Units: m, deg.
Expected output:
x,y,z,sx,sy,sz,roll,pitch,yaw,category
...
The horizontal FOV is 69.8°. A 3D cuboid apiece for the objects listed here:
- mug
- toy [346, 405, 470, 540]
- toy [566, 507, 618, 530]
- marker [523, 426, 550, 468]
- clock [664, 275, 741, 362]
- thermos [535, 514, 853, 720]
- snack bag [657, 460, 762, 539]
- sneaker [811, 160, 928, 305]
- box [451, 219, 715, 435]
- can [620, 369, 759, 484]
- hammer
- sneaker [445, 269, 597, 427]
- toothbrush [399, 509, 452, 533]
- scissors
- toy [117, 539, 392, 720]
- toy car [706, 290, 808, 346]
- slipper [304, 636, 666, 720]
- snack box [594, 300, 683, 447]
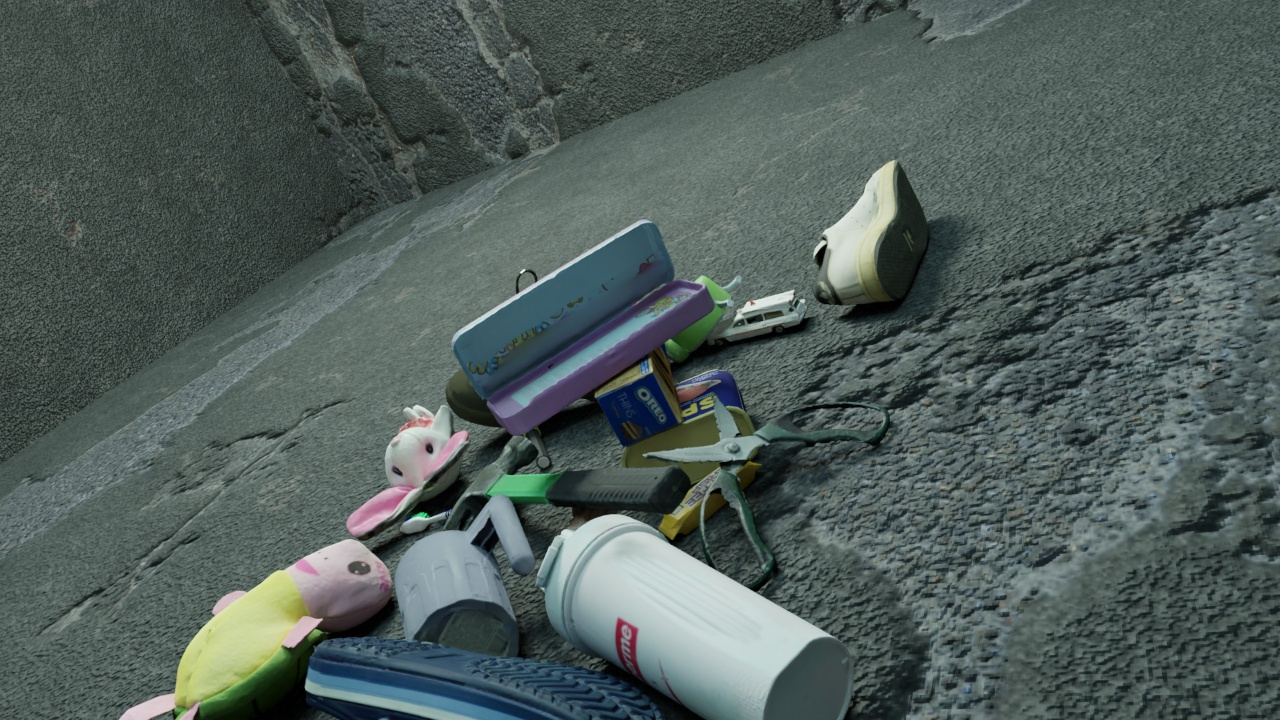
x,y,z,sx,sy,sz,roll,pitch,yaw,category
-0.127,0.173,0.693,0.124,0.084,0.104,-53,24,2,mug
-0.239,0.105,0.999,0.159,0.084,0.194,-38,21,9,toy
-0.039,0.142,0.743,0.055,0.041,0.101,-32,21,36,toy
-0.116,0.085,0.990,0.021,0.017,0.124,15,13,-20,marker
0.058,-0.047,1.031,0.120,0.042,0.094,-51,6,30,clock
0.022,0.161,0.567,0.099,0.099,0.221,-37,28,-27,thermos
0.056,0.109,0.743,0.099,0.020,0.026,-35,24,-20,snack bag
0.246,-0.131,1.006,0.103,0.089,0.240,-20,25,36,sneaker
-0.051,-0.036,0.787,0.214,0.092,0.089,-33,20,-14,box
0.042,0.062,0.818,0.116,0.056,0.092,-23,21,9,can
-0.068,0.108,0.765,0.130,0.032,0.320,-48,20,-30,hammer
-0.118,-0.014,0.993,0.238,0.143,0.100,-14,31,12,sneaker
-0.160,0.143,0.914,0.187,0.015,0.016,-19,19,16,toothbrush
0.105,0.089,0.695,0.201,0.015,0.201,-6,43,-1,scissors
-0.318,0.239,0.772,0.191,0.088,0.237,-11,23,46,toy
0.123,-0.047,0.995,0.113,0.039,0.039,-12,26,31,toy car
-0.098,0.227,0.558,0.253,0.105,0.095,4,77,27,slipper
-0.005,0.005,0.850,0.057,0.056,0.206,-26,20,7,snack box
